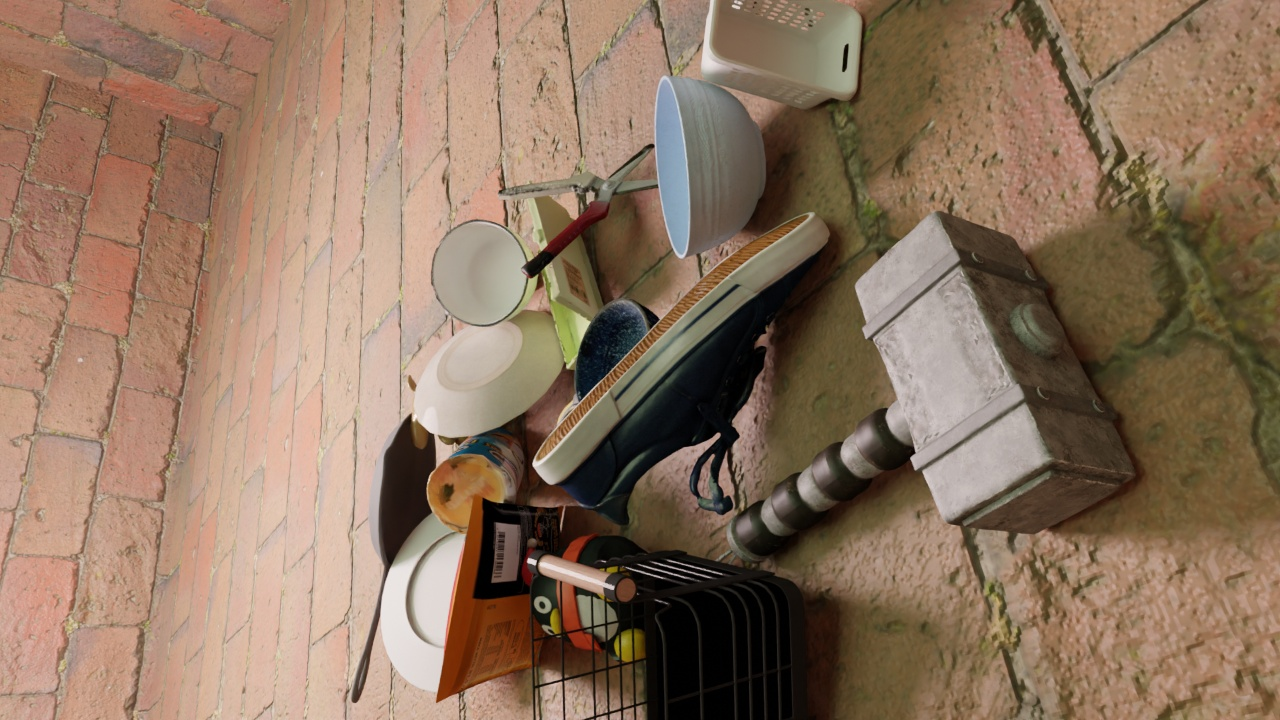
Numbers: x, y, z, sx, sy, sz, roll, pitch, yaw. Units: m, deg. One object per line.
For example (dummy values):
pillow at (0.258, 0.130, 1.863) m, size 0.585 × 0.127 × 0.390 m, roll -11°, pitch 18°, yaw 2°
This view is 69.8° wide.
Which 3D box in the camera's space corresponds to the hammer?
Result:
hammer at (0.139, 0.068, 0.607) m, size 0.327 × 0.079 × 0.176 m, roll -48°, pitch 42°, yaw 42°

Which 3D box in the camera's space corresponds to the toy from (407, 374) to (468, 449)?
toy at (-0.214, 0.060, 1.076) m, size 0.134 × 0.108 × 0.105 m, roll -47°, pitch 56°, yaw 34°

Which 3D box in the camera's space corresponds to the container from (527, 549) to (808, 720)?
container at (0.009, 0.249, 0.622) m, size 0.163 × 0.130 × 0.241 m, roll -2°, pitch 90°, yaw 54°

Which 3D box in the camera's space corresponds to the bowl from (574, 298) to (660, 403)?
bowl at (-0.005, 0.005, 0.837) m, size 0.115 × 0.060 × 0.114 m, roll -22°, pitch 61°, yaw 48°

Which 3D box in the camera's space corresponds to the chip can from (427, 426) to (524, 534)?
chip can at (-0.159, 0.115, 0.931) m, size 0.229 × 0.080 × 0.080 m, roll -141°, pitch 68°, yaw -85°

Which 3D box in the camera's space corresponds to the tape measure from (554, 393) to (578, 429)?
tape measure at (-0.053, 0.070, 0.902) m, size 0.063 × 0.038 × 0.067 m, roll -43°, pitch 48°, yaw 26°

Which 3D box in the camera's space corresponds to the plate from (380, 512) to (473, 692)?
plate at (-0.195, 0.240, 0.968) m, size 0.209 × 0.015 × 0.208 m, roll -14°, pitch 59°, yaw 24°

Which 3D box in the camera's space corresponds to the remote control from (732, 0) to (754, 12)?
remote control at (0.091, -0.339, 0.874) m, size 0.043 × 0.013 × 0.136 m, roll 18°, pitch 93°, yaw 56°

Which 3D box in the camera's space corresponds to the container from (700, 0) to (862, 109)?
container at (0.107, -0.250, 0.731) m, size 0.050 × 0.129 × 0.080 m, roll 154°, pitch 125°, yaw -69°

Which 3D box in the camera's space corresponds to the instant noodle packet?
instant noodle packet at (-0.118, 0.207, 0.821) m, size 0.032 × 0.220 × 0.159 m, roll 7°, pitch 81°, yaw 16°

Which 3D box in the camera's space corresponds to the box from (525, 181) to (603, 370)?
box at (-0.078, -0.094, 0.981) m, size 0.130 × 0.064 × 0.187 m, roll 79°, pitch 174°, yaw -49°

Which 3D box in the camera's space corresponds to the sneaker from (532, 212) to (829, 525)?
sneaker at (0.058, 0.017, 0.716) m, size 0.294 × 0.127 × 0.120 m, roll -47°, pitch 9°, yaw 3°

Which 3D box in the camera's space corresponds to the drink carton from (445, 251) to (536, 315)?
drink carton at (-0.185, -0.094, 1.118) m, size 0.125 × 0.076 × 0.048 m, roll -24°, pitch 68°, yaw 51°

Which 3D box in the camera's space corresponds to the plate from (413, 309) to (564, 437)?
plate at (-0.170, 0.003, 1.007) m, size 0.189 × 0.027 × 0.188 m, roll -16°, pitch 42°, yaw 14°

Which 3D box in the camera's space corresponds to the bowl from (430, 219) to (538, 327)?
bowl at (-0.164, -0.095, 1.009) m, size 0.116 × 0.065 × 0.116 m, roll 1°, pitch 94°, yaw 15°

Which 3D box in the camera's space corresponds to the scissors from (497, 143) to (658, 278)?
scissors at (-0.071, -0.164, 0.935) m, size 0.179 × 0.015 × 0.198 m, roll 27°, pitch 68°, yaw 36°

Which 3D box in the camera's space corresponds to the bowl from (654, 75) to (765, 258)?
bowl at (0.061, -0.165, 0.775) m, size 0.150 × 0.074 × 0.150 m, roll 172°, pitch 91°, yaw -83°

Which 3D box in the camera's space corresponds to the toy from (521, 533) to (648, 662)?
toy at (-0.046, 0.196, 0.776) m, size 0.119 × 0.099 × 0.097 m, roll -10°, pitch 107°, yaw 21°

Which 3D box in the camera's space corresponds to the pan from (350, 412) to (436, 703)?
pan at (-0.291, 0.209, 1.060) m, size 0.217 × 0.024 × 0.353 m, roll 87°, pitch -171°, yaw -61°
